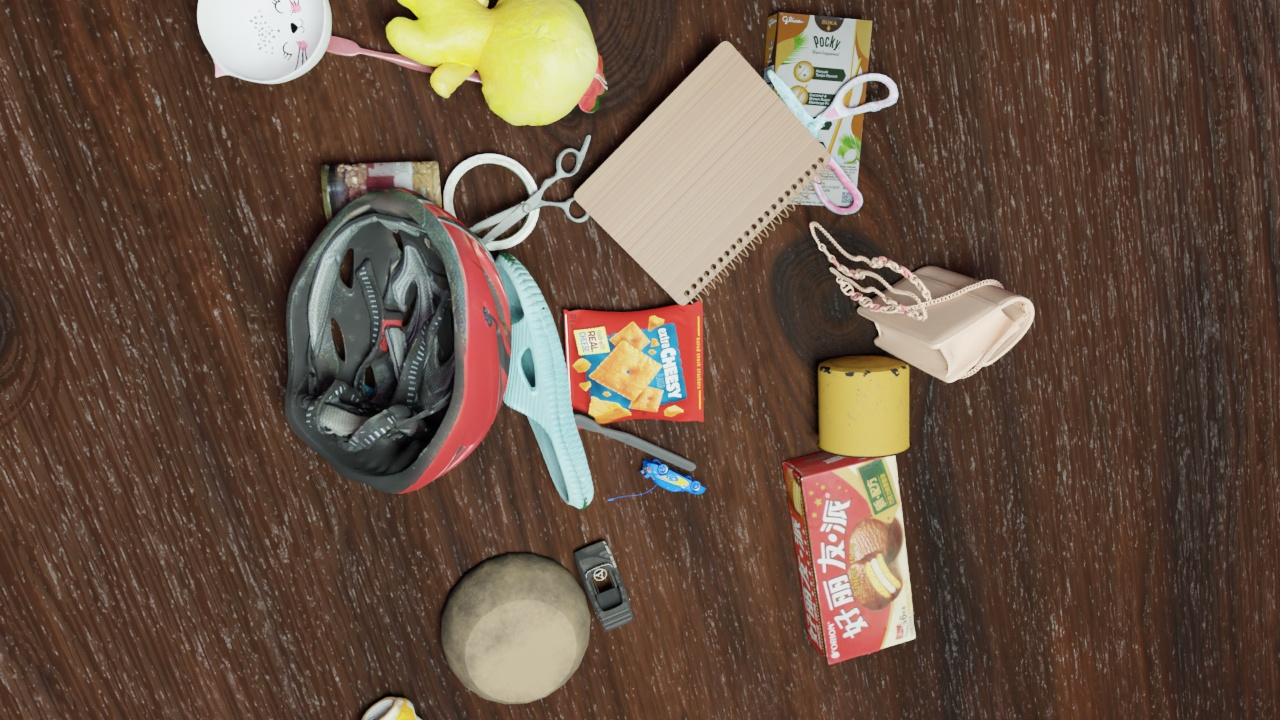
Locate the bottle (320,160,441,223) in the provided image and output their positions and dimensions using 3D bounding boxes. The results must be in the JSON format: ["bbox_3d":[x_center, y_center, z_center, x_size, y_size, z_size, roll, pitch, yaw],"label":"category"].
[{"bbox_3d":[-0.241,-0.158,0.861,0.105,0.056,0.056,-5,103,-12],"label":"bottle"}]

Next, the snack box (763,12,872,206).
[{"bbox_3d":[0.178,-0.256,0.950,0.101,0.031,0.186,0,102,-13],"label":"snack box"}]

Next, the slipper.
[{"bbox_3d":[-0.110,0.030,0.905,0.069,0.116,0.276,-21,110,-21],"label":"slipper"}]

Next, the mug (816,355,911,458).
[{"bbox_3d":[0.251,0.044,1.001,0.123,0.101,0.094,-11,103,-36],"label":"mug"}]

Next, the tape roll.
[{"bbox_3d":[-0.147,-0.156,0.904,0.093,0.018,0.094,-3,102,-12],"label":"tape roll"}]

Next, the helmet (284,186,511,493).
[{"bbox_3d":[-0.212,-0.018,0.829,0.218,0.166,0.272,14,102,27],"label":"helmet"}]

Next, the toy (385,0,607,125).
[{"bbox_3d":[-0.125,-0.291,0.843,0.207,0.092,0.133,12,86,-10],"label":"toy"}]

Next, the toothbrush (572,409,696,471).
[{"bbox_3d":[-0.005,0.087,0.975,0.167,0.013,0.013,27,118,-29],"label":"toothbrush"}]

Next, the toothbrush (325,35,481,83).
[{"bbox_3d":[-0.208,-0.279,0.867,0.184,0.016,0.015,8,100,-17],"label":"toothbrush"}]

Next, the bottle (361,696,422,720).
[{"bbox_3d":[-0.251,0.414,0.977,0.063,0.063,0.109,-29,106,-6],"label":"bottle"}]

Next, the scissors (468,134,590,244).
[{"bbox_3d":[-0.106,-0.163,0.891,0.159,0.014,0.120,-7,104,-36],"label":"scissors"}]

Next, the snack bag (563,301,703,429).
[{"bbox_3d":[-0.006,0.006,0.959,0.144,0.039,0.131,-4,104,-8],"label":"snack bag"}]

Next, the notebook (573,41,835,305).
[{"bbox_3d":[0.065,-0.178,0.911,0.210,0.022,0.169,-45,103,6],"label":"notebook"}]

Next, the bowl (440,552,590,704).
[{"bbox_3d":[-0.130,0.292,0.975,0.162,0.070,0.162,-3,102,-13],"label":"bowl"}]

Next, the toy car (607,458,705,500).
[{"bbox_3d":[0.018,0.143,0.995,0.092,0.033,0.062,29,88,-17],"label":"toy car"}]

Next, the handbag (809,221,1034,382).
[{"bbox_3d":[0.294,-0.085,0.927,0.116,0.199,0.187,-36,115,-4],"label":"handbag"}]

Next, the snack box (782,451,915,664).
[{"bbox_3d":[0.240,0.218,1.051,0.113,0.060,0.236,-13,104,-9],"label":"snack box"}]

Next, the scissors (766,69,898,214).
[{"bbox_3d":[0.194,-0.238,0.934,0.175,0.013,0.170,-41,104,0],"label":"scissors"}]

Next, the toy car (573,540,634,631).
[{"bbox_3d":[-0.039,0.242,0.990,0.040,0.037,0.092,-21,73,-7],"label":"toy car"}]

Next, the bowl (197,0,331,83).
[{"bbox_3d":[-0.322,-0.298,0.808,0.115,0.050,0.115,1,96,5],"label":"bowl"}]

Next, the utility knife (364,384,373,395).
[{"bbox_3d":[-0.268,0.041,0.921,0.148,0.015,0.022,30,88,-14],"label":"utility knife"}]
